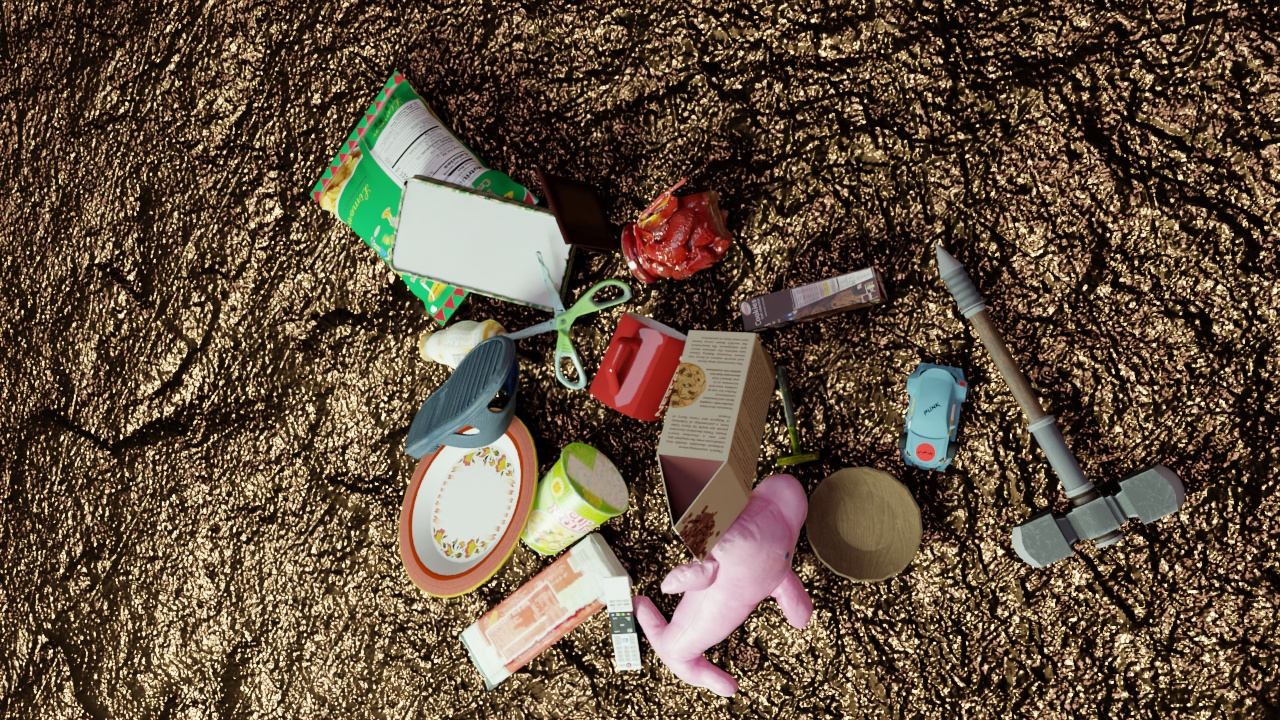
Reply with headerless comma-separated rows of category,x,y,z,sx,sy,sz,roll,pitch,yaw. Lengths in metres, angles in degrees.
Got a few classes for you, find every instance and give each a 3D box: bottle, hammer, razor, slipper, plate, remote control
bottle,0.039,-0.135,0.986,0.111,0.098,0.099,-16,83,28
hammer,0.365,0.026,0.882,0.156,0.043,0.322,-31,76,20
razor,0.159,0.057,0.977,0.043,0.026,0.106,-14,80,24
slipper,-0.194,0.062,1.072,0.264,0.082,0.101,-35,35,47
plate,-0.202,0.167,1.087,0.230,0.021,0.229,-20,55,32
remote control,-0.020,0.294,1.033,0.028,0.011,0.124,-5,110,7
bottle,-0.214,-0.017,1.112,0.109,0.063,0.063,0,90,23

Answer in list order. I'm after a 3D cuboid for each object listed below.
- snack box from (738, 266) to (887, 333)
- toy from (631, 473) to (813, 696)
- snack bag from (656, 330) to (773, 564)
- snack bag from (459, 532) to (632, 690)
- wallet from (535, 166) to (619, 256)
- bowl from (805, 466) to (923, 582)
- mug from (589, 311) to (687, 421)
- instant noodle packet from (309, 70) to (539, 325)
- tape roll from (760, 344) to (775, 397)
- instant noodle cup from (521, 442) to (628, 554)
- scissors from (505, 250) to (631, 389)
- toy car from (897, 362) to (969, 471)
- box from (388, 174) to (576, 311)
snack box,0.179,-0.061,0.952,0.141,0.051,0.031,-14,84,22
toy,0.078,0.228,0.955,0.187,0.127,0.266,40,113,27
snack bag,0.069,0.084,0.893,0.070,0.094,0.205,4,61,23
snack bag,-0.113,0.296,1.082,0.226,0.041,0.077,-40,75,19
wallet,-0.069,-0.165,1.024,0.018,0.115,0.091,-25,80,22
bowl,0.230,0.166,0.940,0.118,0.030,0.118,0,90,23
mug,-0.006,0.006,0.995,0.080,0.116,0.096,29,100,26
instant noodle packet,-0.270,-0.199,1.122,0.252,0.090,0.196,43,104,12
tape roll,0.098,0.018,0.999,0.094,0.027,0.094,0,90,23
instant noodle cup,-0.084,0.164,1.045,0.108,0.098,0.099,-43,74,24
scissors,-0.089,-0.045,1.051,0.171,0.021,0.172,-20,115,-2
toy car,0.291,0.057,0.916,0.060,0.027,0.108,10,93,23
box,-0.178,-0.136,1.058,0.205,0.050,0.118,13,104,-3
